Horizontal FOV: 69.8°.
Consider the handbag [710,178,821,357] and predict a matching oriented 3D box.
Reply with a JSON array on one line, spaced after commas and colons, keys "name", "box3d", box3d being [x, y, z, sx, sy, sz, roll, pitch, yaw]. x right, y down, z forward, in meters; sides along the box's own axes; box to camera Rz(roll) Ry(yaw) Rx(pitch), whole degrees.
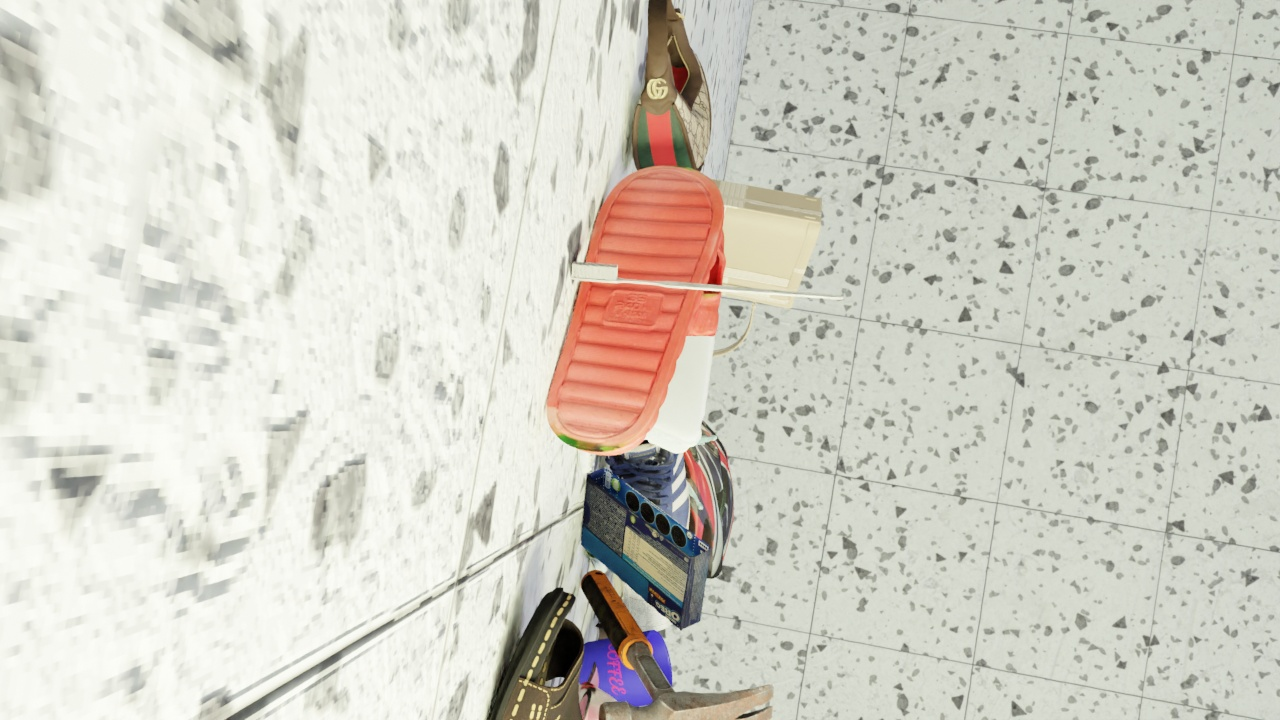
[{"name": "handbag", "box3d": [0.074, -0.082, 0.928, 0.062, 0.176, 0.198, -74, 173, -51]}]

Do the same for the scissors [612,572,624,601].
[{"name": "scissors", "box3d": [-0.028, 0.287, 1.078, 0.187, 0.015, 0.179, -47, 140, -80]}]

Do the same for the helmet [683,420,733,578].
[{"name": "helmet", "box3d": [0.047, 0.186, 1.301, 0.217, 0.167, 0.272, -92, 178, -88]}]

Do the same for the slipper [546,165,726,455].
[{"name": "slipper", "box3d": [0.004, -0.036, 0.654, 0.059, 0.104, 0.248, 66, 34, -54]}]

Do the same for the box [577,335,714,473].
[{"name": "box", "box3d": [-0.010, 0.006, 0.824, 0.125, 0.106, 0.214, -46, -158, 43]}]

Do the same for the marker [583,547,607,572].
[{"name": "marker", "box3d": [-0.047, 0.211, 0.985, 0.147, 0.017, 0.017, 85, 16, -68]}]

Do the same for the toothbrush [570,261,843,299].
[{"name": "toothbrush", "box3d": [0.044, -0.053, 0.609, 0.010, 0.181, 0.010, -79, 173, -67]}]

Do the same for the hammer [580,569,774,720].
[{"name": "hammer", "box3d": [0.004, 0.247, 0.807, 0.314, 0.137, 0.035, -157, -110, -74]}]

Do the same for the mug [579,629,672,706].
[{"name": "mug", "box3d": [-0.010, 0.360, 1.062, 0.111, 0.084, 0.079, 40, 38, -60]}]

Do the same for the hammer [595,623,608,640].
[{"name": "hammer", "box3d": [-0.065, 0.420, 1.091, 0.322, 0.033, 0.115, -57, 157, -75]}]

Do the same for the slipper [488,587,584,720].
[{"name": "slipper", "box3d": [-0.064, 0.286, 0.625, 0.113, 0.076, 0.268, -56, 155, -78]}]

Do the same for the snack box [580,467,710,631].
[{"name": "snack box", "box3d": [0.001, 0.169, 0.832, 0.027, 0.150, 0.082, -16, 123, -36]}]

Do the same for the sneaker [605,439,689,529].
[{"name": "sneaker", "box3d": [0.007, 0.131, 0.958, 0.118, 0.091, 0.233, -26, 119, -86]}]

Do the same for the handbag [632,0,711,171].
[{"name": "handbag", "box3d": [0.027, -0.238, 0.786, 0.166, 0.063, 0.138, -72, 160, -56]}]

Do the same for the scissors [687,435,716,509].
[{"name": "scissors", "box3d": [0.024, 0.097, 1.052, 0.023, 0.172, 0.167, 5, 70, -43]}]

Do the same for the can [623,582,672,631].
[{"name": "can", "box3d": [0.009, 0.272, 1.169, 0.078, 0.078, 0.136, -70, 158, -62]}]

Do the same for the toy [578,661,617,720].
[{"name": "toy", "box3d": [-0.059, 0.374, 0.778, 0.142, 0.084, 0.213, 37, 62, -75]}]
